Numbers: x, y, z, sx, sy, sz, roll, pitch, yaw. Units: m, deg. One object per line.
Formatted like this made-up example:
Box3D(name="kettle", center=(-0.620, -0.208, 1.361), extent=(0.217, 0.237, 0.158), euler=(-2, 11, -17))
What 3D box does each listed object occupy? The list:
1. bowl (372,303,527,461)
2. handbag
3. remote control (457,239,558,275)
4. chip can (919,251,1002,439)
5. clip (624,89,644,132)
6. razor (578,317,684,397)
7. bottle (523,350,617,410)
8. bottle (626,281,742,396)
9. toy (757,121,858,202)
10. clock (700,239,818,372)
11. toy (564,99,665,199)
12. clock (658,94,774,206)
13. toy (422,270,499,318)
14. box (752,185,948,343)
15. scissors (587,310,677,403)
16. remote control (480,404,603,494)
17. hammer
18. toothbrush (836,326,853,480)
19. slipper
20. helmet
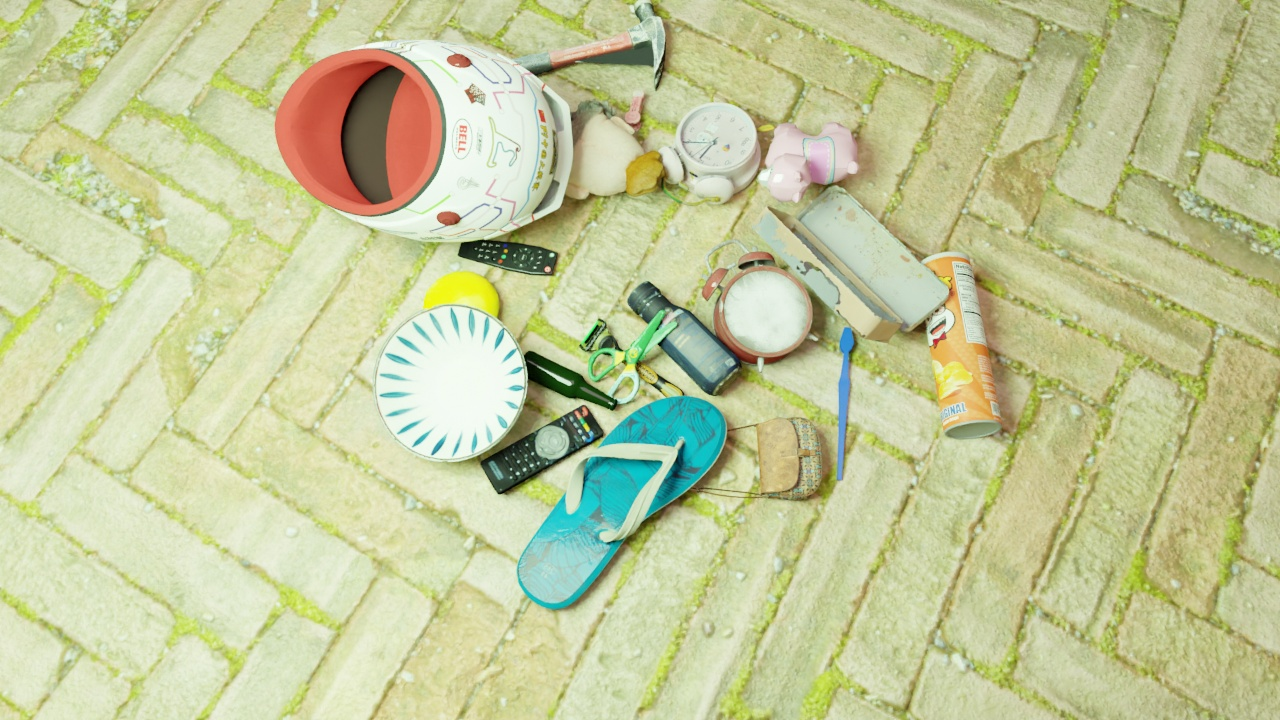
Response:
Box3D(name="bowl", center=(-0.210, 0.028, 1.053), extent=(0.177, 0.071, 0.177), euler=(-1, 84, 6))
Box3D(name="handbag", center=(0.105, 0.111, 1.034), extent=(0.196, 0.043, 0.093), euler=(-3, 67, 5))
Box3D(name="remote control", center=(-0.168, -0.132, 1.158), extent=(0.125, 0.010, 0.039), euler=(11, 68, 7))
Box3D(name="chip can", center=(0.367, -0.019, 1.061), extent=(0.062, 0.062, 0.210), euler=(-2, 67, 1))
Box3D(name="clip", center=(-0.006, -0.332, 1.234), extent=(0.023, 0.039, 0.059), euler=(11, 73, 10))
Box3D(name="razor", center=(-0.006, 0.006, 1.089), extent=(0.144, 0.021, 0.044), euler=(36, 91, 17))
Box3D(name="bottle", center=(-0.084, 0.027, 1.078), extent=(0.123, 0.033, 0.033), euler=(25, 71, 11))
Box3D(name="bottle", center=(0.049, -0.028, 1.082), extent=(0.056, 0.056, 0.161), euler=(-40, 71, -13))
Box3D(name="toy", center=(0.205, -0.242, 1.126), extent=(0.123, 0.067, 0.157), euler=(1, 34, 4))
Box3D(name="clock", center=(0.132, -0.068, 1.089), extent=(0.109, 0.062, 0.156), euler=(-29, 83, -10))
Box3D(name="toy", center=(-0.044, -0.258, 1.168), extent=(0.176, 0.076, 0.132), euler=(31, 89, 22))
Box3D(name="clock", center=(0.086, -0.260, 1.175), extent=(0.117, 0.059, 0.157), euler=(33, 73, 15))
Box3D(name="toy", center=(-0.218, -0.066, 1.118), extent=(0.095, 0.041, 0.094), euler=(22, 75, 10))
Box3D(name="box", center=(0.246, -0.123, 1.078), extent=(0.217, 0.120, 0.095), euler=(52, 122, 32))
Box3D(name="scissors", center=(0.000, -0.001, 1.066), extent=(0.132, 0.013, 0.078), euler=(-35, 81, 18))
Box3D(name="remote control", center=(-0.112, 0.102, 1.055), extent=(0.140, 0.021, 0.045), euler=(-29, 70, -15))
Box3D(name="hammer", center=(-0.121, -0.403, 1.257), extent=(0.326, 0.036, 0.140), euler=(-15, 66, -3))
Box3D(name="toothbrush", center=(0.236, 0.049, 1.069), extent=(0.016, 0.011, 0.186), euler=(6, 71, 5))
Box3D(name="slipper", center=(-0.028, 0.141, 1.007), extent=(0.118, 0.060, 0.294), euler=(36, 76, 28))
Box3D(name="helmet", center=(-0.239, -0.258, 1.096), extent=(0.315, 0.235, 0.231), euler=(10, 100, 27))
